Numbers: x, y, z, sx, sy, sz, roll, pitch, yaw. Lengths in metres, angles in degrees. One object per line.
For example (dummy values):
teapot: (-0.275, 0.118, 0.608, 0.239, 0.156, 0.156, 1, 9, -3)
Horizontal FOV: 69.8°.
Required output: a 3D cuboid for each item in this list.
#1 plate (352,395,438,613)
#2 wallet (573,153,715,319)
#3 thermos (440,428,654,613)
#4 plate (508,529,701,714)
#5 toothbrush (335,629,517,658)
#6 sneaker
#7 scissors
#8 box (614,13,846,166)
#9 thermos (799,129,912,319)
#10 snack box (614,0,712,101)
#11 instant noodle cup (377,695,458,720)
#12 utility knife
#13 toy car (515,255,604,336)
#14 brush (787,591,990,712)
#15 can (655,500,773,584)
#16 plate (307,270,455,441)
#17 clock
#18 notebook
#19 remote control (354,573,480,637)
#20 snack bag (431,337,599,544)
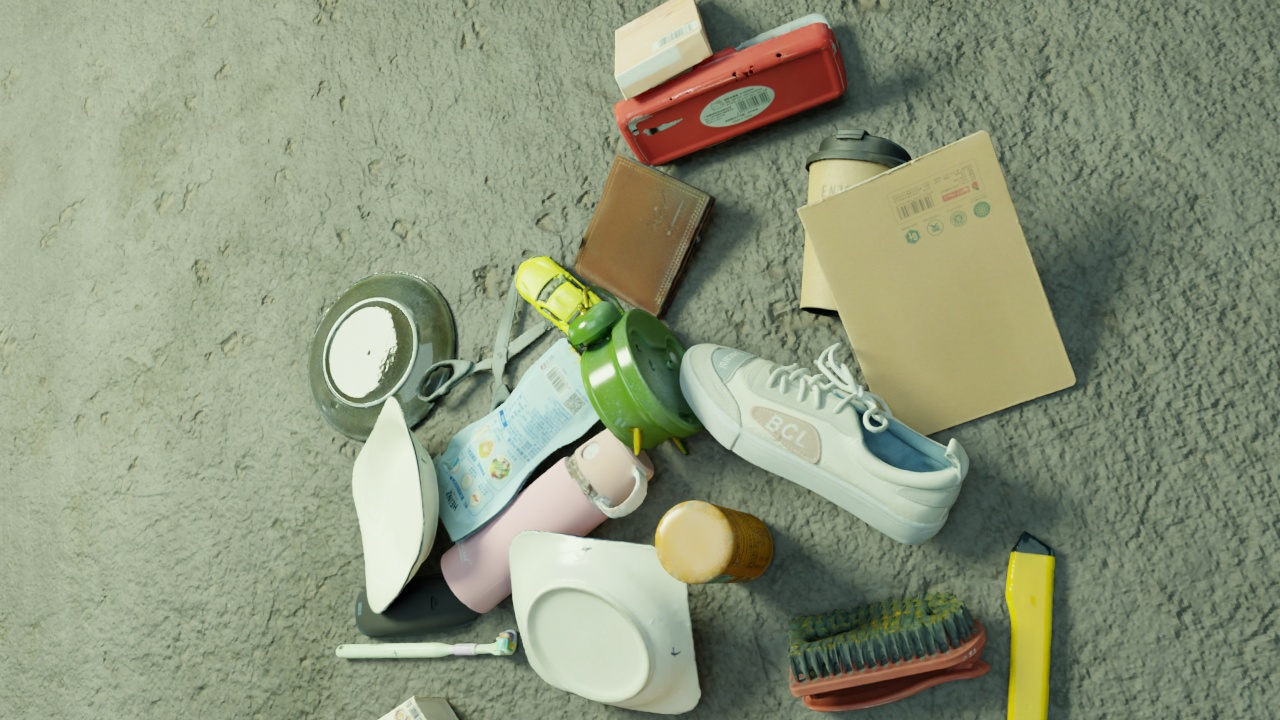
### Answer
plate: (-0.220, 0.132, 0.837, 0.164, 0.034, 0.164, -51, 47, 41)
wallet: (0.002, -0.113, 0.834, 0.101, 0.032, 0.125, 29, 105, 20)
thermos: (-0.076, 0.142, 0.791, 0.199, 0.067, 0.087, -37, 37, 9)
plate: (-0.037, 0.218, 0.733, 0.164, 0.034, 0.164, 2, 113, 25)
toothbrush: (-0.200, 0.263, 0.842, 0.190, 0.029, 0.020, -9, 115, 20)
sneaker: (0.137, 0.041, 0.711, 0.242, 0.089, 0.091, 32, 130, 20)
scissors: (-0.139, -0.001, 0.878, 0.159, 0.014, 0.181, -4, 78, 9)
box: (0.078, -0.254, 0.829, 0.202, 0.095, 0.100, -18, 54, 18)
thermos: (0.173, -0.108, 0.752, 0.093, 0.093, 0.143, 11, 89, 22)
snack box: (0.018, -0.290, 0.834, 0.084, 0.026, 0.157, -24, 30, 14)
instant noodle cup: (-0.208, 0.356, 0.778, 0.124, 0.117, 0.116, -39, 67, -5)
utility knife: (0.279, 0.237, 0.667, 0.033, 0.015, 0.223, 4, 77, 21)
toy car: (-0.075, -0.059, 0.856, 0.105, 0.032, 0.048, 40, 90, 17)
brush: (0.184, 0.220, 0.687, 0.146, 0.063, 0.069, -17, 103, 15)
can: (0.060, 0.141, 0.701, 0.058, 0.146, 0.058, -5, 76, 19)
plate: (-0.269, -0.007, 0.927, 0.180, 0.024, 0.179, -5, 76, 19)
clock: (-0.005, 0.005, 0.777, 0.056, 0.116, 0.161, -31, 71, 22)
notebook: (0.227, -0.049, 0.703, 0.148, 0.008, 0.208, -22, 101, 15)
remote control: (-0.211, 0.227, 0.850, 0.137, 0.024, 0.053, -12, 72, 18)
snack bag: (-0.114, 0.069, 0.820, 0.191, 0.039, 0.110, -44, 53, 1)
